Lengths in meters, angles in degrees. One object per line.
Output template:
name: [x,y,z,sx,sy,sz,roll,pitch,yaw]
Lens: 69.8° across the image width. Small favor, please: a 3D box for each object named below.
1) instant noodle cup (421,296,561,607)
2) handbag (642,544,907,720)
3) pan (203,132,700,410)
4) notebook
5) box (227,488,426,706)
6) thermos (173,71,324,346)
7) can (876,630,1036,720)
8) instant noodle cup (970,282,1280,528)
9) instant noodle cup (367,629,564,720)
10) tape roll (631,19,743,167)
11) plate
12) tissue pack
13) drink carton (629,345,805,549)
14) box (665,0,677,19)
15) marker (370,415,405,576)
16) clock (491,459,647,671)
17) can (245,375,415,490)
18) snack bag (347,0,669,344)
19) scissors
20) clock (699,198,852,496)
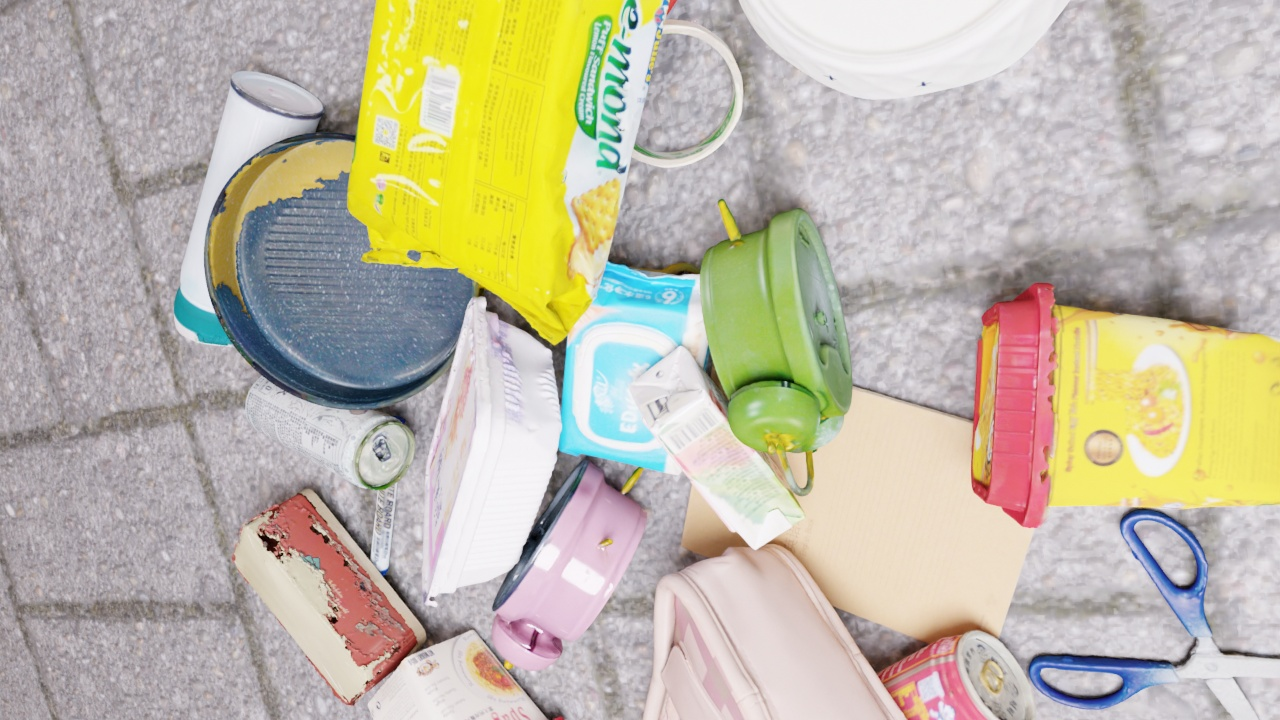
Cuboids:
instant noodle cup: [-0.098,0.062,0.595,0.060,0.137,0.174,8,128,-18]
handbag: [0.061,0.251,0.583,0.193,0.093,0.235,60,143,35]
pan: [-0.132,-0.058,0.635,0.357,0.078,0.198,0,107,5]
notebook: [0.132,0.089,0.576,0.212,0.012,0.150,17,111,23]
box: [-0.267,0.200,0.762,0.168,0.077,0.092,47,134,9]
thermos: [-0.318,-0.112,0.729,0.073,0.073,0.225,37,117,15]
can: [0.176,0.207,0.544,0.066,0.066,0.094,49,126,8]
instant noodle cup: [0.233,0.025,0.449,0.124,0.116,0.116,4,88,15]
instant noodle cup: [-0.140,0.291,0.717,0.124,0.116,0.117,50,120,22]
tape roll: [0.018,-0.157,0.544,0.086,0.013,0.086,-2,126,-2]
plate: [0.133,-0.242,0.473,0.205,0.045,0.205,7,106,25]
tissue pack: [-0.003,0.003,0.574,0.090,0.063,0.140,10,118,5]
drink carton: [0.045,0.054,0.537,0.045,0.053,0.122,-35,123,6]
box: [-0.045,-0.204,0.569,0.202,0.095,0.098,-52,43,27]
marker: [-0.210,0.114,0.756,0.017,0.016,0.146,19,111,22]
clock: [-0.055,0.145,0.629,0.060,0.117,0.159,33,117,-5]
can: [-0.246,0.052,0.722,0.147,0.058,0.058,19,111,33]
snack bag: [-0.079,-0.148,0.491,0.158,0.068,0.247,23,113,22]
scissors: [0.300,0.164,0.507,0.163,0.012,0.174,-31,89,29]
clock: [0.079,-0.005,0.511,0.056,0.116,0.161,-13,80,23]
